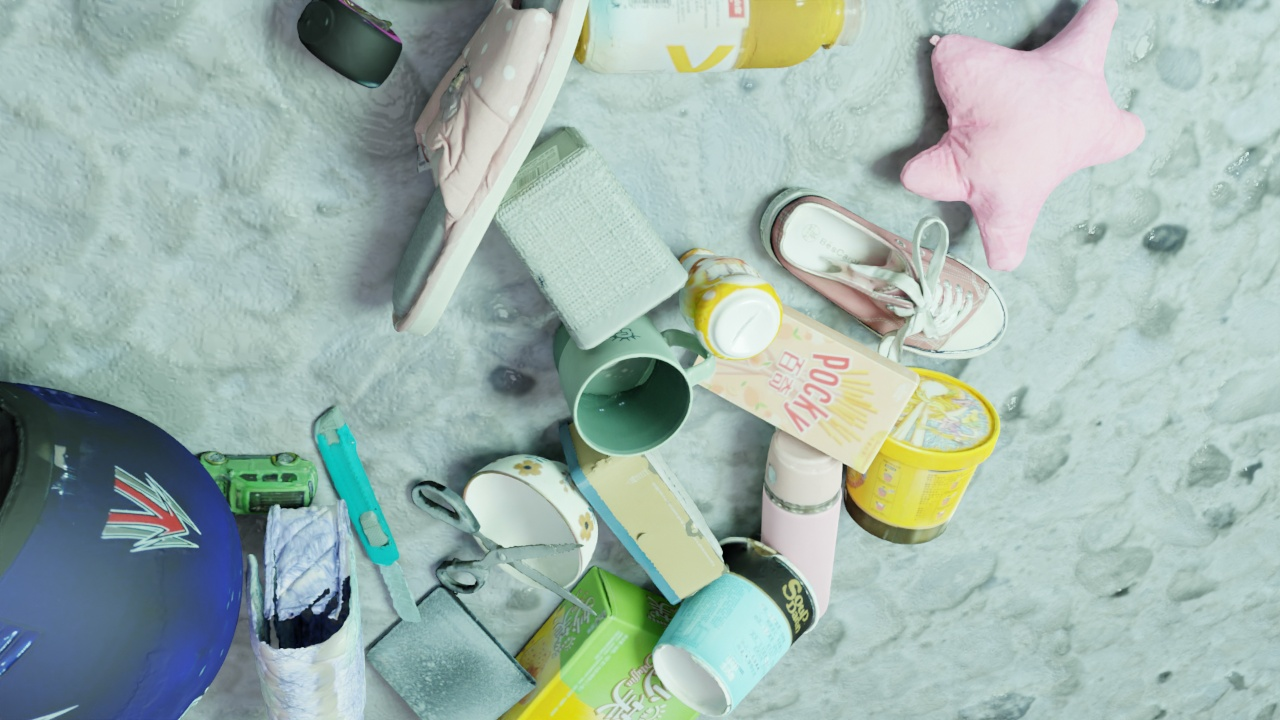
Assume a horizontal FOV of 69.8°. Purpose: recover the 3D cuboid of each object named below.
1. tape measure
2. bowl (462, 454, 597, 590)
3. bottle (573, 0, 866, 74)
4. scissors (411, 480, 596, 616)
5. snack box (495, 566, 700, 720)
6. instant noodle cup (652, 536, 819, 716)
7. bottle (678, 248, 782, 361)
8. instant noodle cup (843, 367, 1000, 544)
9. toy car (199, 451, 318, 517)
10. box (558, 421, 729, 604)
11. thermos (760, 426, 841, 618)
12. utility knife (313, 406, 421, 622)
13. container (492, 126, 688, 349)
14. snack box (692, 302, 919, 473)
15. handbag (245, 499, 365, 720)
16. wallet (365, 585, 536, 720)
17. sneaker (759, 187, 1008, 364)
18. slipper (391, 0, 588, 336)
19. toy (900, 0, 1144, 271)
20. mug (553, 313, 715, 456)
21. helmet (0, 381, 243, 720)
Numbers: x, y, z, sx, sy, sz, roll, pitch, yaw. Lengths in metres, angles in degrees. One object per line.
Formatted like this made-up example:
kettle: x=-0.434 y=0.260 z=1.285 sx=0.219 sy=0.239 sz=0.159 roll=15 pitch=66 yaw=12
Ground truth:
tape measure: x=-0.171 y=-0.193 z=0.546 sx=0.058 sy=0.057 sz=0.039 roll=33 pitch=104 yaw=-19
bowl: x=-0.078 y=0.118 z=0.725 sx=0.062 sy=0.114 sz=0.114 roll=-43 pitch=134 yaw=-45
bottle: x=0.051 y=-0.220 z=0.587 sx=0.189 sy=0.068 sz=0.068 roll=-5 pitch=119 yaw=-13
scissors: x=-0.112 y=0.155 z=0.722 sx=0.181 sy=0.014 sz=0.160 roll=39 pitch=133 yaw=6
snack box: x=-0.038 y=0.309 z=0.847 sx=0.157 sy=0.070 sz=0.210 roll=32 pitch=106 yaw=-27
instant noodle cup: x=0.073 y=0.228 z=0.774 sx=0.120 sy=0.111 sz=0.111 roll=-40 pitch=130 yaw=-38
bottle: x=0.057 y=-0.046 z=0.659 sx=0.063 sy=0.108 sz=0.063 roll=-7 pitch=119 yaw=-14
instant noodle cup: x=0.229 y=0.084 z=0.778 sx=0.118 sy=0.118 sz=0.115 roll=-6 pitch=126 yaw=-13
toy car: x=-0.288 y=0.093 z=0.681 sx=0.091 sy=0.036 sz=0.043 roll=4 pitch=118 yaw=-13
box: x=0.001 y=0.110 z=0.740 sx=0.060 sy=0.089 sz=0.184 roll=-34 pitch=119 yaw=5
thermos: x=0.135 y=0.136 z=0.801 sx=0.067 sy=0.087 sz=0.199 roll=-12 pitch=127 yaw=-9
utility knife: x=-0.213 y=0.131 z=0.730 sx=0.029 sy=0.013 sz=0.217 roll=-14 pitch=118 yaw=-1
container: x=-0.041 y=-0.087 z=0.623 sx=0.090 sy=0.090 sz=0.114 roll=-34 pitch=118 yaw=3
snack box: x=0.124 y=0.012 z=0.708 sx=0.157 sy=0.026 sz=0.085 roll=29 pitch=111 yaw=11
handbag: x=-0.245 y=0.205 z=0.678 sx=0.075 sy=0.134 sz=0.194 roll=-4 pitch=133 yaw=-16
wallet: x=-0.164 y=0.265 z=0.791 sx=0.097 sy=0.019 sz=0.121 roll=-42 pitch=92 yaw=8
sneaker: x=0.201 y=-0.054 z=0.707 sx=0.241 sy=0.087 sz=0.118 roll=25 pitch=108 yaw=-25
slipper: x=-0.107 y=-0.136 z=0.566 sx=0.054 sy=0.114 sz=0.275 roll=19 pitch=117 yaw=-25
toy: x=0.279 y=-0.181 z=0.672 sx=0.178 sy=0.074 sz=0.195 roll=40 pitch=98 yaw=-19
mug: x=-0.004 y=0.004 z=0.669 sx=0.111 sy=0.106 sz=0.082 roll=-16 pitch=120 yaw=-7
helmet: x=-0.407 y=0.154 z=0.567 sx=0.315 sy=0.246 sz=0.240 roll=-15 pitch=143 yaw=5
